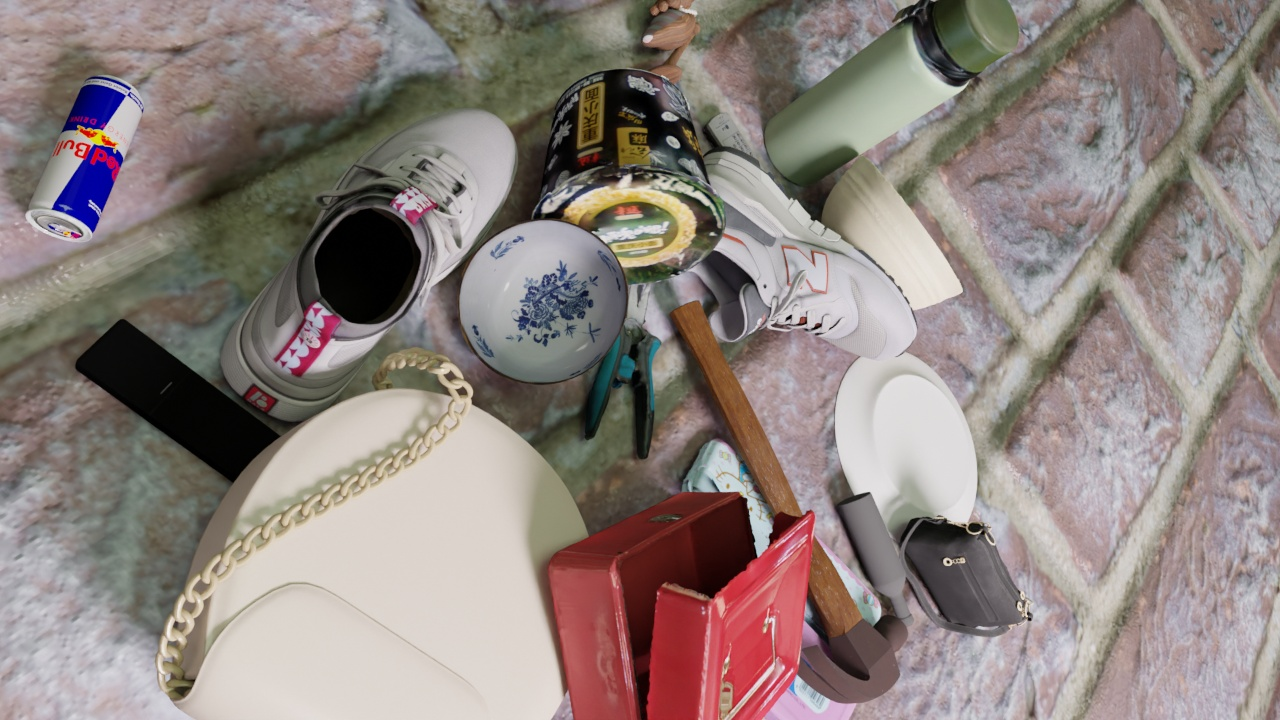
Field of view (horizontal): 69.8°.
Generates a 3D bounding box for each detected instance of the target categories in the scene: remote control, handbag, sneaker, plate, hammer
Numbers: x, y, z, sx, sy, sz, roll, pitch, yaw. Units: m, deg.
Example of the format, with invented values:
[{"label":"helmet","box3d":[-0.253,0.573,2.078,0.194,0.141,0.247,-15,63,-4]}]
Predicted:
[{"label":"remote control","box3d":[-0.240,0.038,0.517,0.150,0.013,0.034,42,55,-17]},{"label":"remote control","box3d":[0.103,-0.161,0.824,0.033,0.013,0.136,-40,98,-37]},{"label":"handbag","box3d":[-0.126,0.125,0.502,0.210,0.104,0.208,42,54,-21]},{"label":"sneaker","box3d":[-0.143,-0.085,0.557,0.097,0.129,0.262,42,53,-17]},{"label":"plate","box3d":[0.254,0.077,0.843,0.188,0.016,0.188,12,67,-31]},{"label":"handbag","box3d":[0.278,0.183,0.778,0.054,0.079,0.128,-46,110,-39]},{"label":"hammer","box3d":[0.104,0.102,0.697,0.115,0.033,0.323,-17,78,-48]},{"label":"sneaker","box3d":[0.113,-0.057,0.758,0.240,0.089,0.124,42,59,-5]}]

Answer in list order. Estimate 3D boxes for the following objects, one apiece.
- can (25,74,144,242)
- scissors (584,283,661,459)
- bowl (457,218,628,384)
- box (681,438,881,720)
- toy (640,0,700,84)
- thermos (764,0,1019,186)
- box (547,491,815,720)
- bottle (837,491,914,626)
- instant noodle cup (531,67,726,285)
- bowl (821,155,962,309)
[{"label":"can","box3d":[-0.308,-0.114,0.512,0.032,0.032,0.095,20,63,-28]},{"label":"scissors","box3d":[-0.011,0.005,0.685,0.147,0.019,0.123,-38,96,-39]},{"label":"bowl","box3d":[-0.065,-0.037,0.631,0.114,0.045,0.114,0,83,2]},{"label":"box","box3d":[0.096,0.175,0.694,0.214,0.035,0.150,46,50,-13]},{"label":"toy","box3d":[0.026,-0.285,0.800,0.055,0.042,0.101,58,40,-32]},{"label":"thermos","box3d":[0.206,-0.236,0.785,0.082,0.232,0.082,12,68,-30]},{"label":"box","box3d":[0.028,0.157,0.551,0.157,0.110,0.134,-14,107,-58]},{"label":"bottle","box3d":[0.200,0.168,0.765,0.030,0.030,0.113,-19,85,-38]},{"label":"instant noodle cup","box3d":[-0.013,-0.137,0.670,0.137,0.138,0.112,14,56,-30]},{"label":"bowl","box3d":[0.212,-0.101,0.823,0.151,0.075,0.150,50,14,-17]}]
